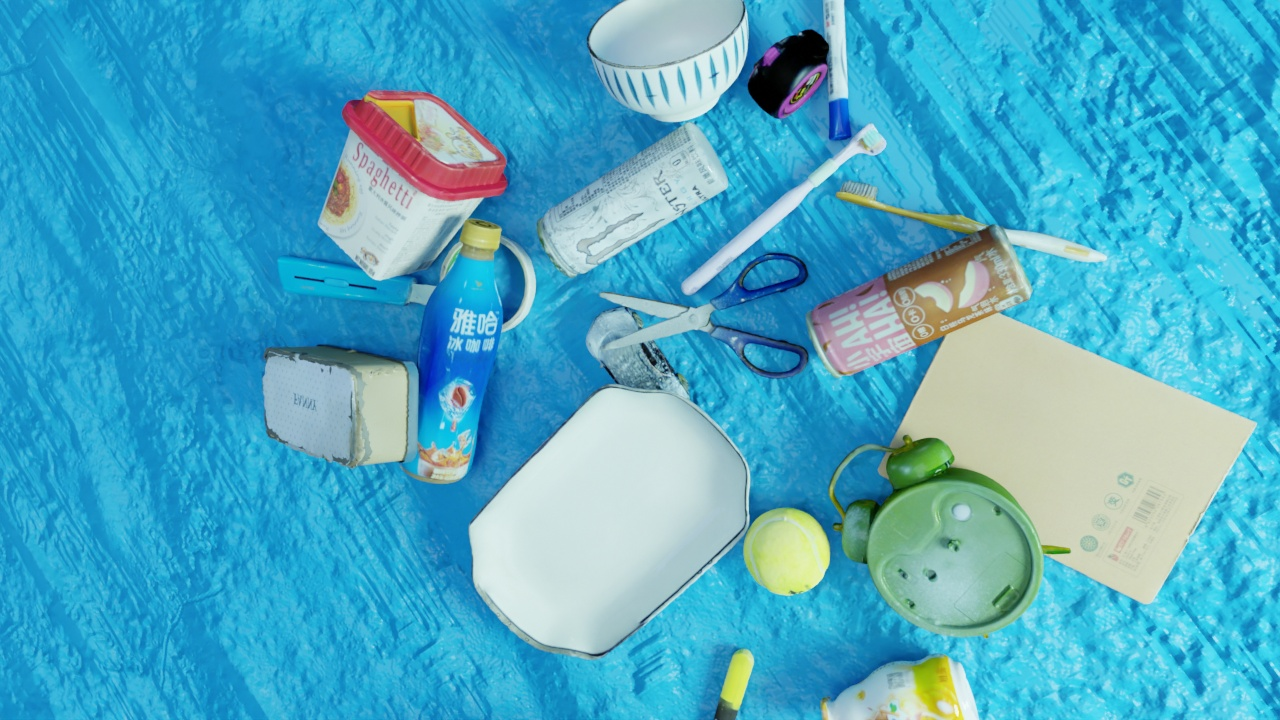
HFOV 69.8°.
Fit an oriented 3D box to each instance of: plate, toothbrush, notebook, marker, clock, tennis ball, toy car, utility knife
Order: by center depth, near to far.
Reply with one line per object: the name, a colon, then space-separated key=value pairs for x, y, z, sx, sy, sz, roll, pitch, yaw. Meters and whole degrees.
notebook: x=0.298 y=0.064 z=0.659 sx=0.208 sy=0.008 sz=0.148 roll=26 pitch=102 yaw=14
toothbrush: x=0.235 y=-0.101 z=0.661 sx=0.191 sy=0.016 sz=0.018 roll=17 pitch=91 yaw=16
clock: x=0.211 y=0.123 z=0.661 sx=0.161 sy=0.056 sz=0.116 roll=37 pitch=112 yaw=10
marker: x=0.144 y=-0.237 z=0.676 sx=0.017 sy=0.016 sz=0.146 roll=-3 pitch=94 yaw=18
tennis ball: x=0.111 y=0.145 z=0.697 sx=0.065 sy=0.065 sz=0.065 roll=2 pitch=96 yaw=18
toothbrush: x=0.105 y=-0.110 z=0.700 sx=0.189 sy=0.029 sz=0.021 roll=-39 pitch=43 yaw=19
toy car: x=-0.004 y=0.004 z=0.739 sx=0.049 sy=0.031 sz=0.105 roll=-38 pitch=82 yaw=16
plate: x=-0.027 y=0.130 z=0.743 sx=0.162 sy=0.034 sz=0.266 roll=44 pitch=112 yaw=2
marker: x=0.070 y=0.292 z=0.752 sx=0.018 sy=0.015 sz=0.124 roll=18 pitch=103 yaw=16
utility knife: x=-0.243 y=-0.067 z=0.811 sx=0.188 sy=0.018 sz=0.034 roll=9 pitch=99 yaw=20

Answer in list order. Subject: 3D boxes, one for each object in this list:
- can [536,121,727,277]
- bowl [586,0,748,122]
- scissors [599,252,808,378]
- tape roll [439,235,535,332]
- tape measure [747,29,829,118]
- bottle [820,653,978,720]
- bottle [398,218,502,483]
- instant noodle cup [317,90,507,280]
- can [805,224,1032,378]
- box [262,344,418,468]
can: x=-0.007 y=-0.123 z=0.713 sx=0.147 sy=0.058 sz=0.058 roll=-29 pitch=86 yaw=18
bowl: x=0.025 y=-0.221 z=0.679 sx=0.117 sy=0.116 sz=0.066 roll=0 pitch=139 yaw=18
scissors: x=0.057 y=-0.038 z=0.710 sx=0.163 sy=0.012 sz=0.161 roll=36 pitch=97 yaw=0
tape roll: x=-0.131 y=-0.065 z=0.782 sx=0.086 sy=0.013 sz=0.086 roll=2 pitch=96 yaw=18
tape measure: x=0.106 y=-0.209 z=0.669 sx=0.058 sy=0.057 sz=0.039 roll=-42 pitch=80 yaw=-7
bottle: x=0.191 y=0.259 z=0.684 sx=0.108 sy=0.063 sz=0.063 roll=-19 pitch=89 yaw=19
bottle: x=-0.151 y=-0.007 z=0.754 sx=0.065 sy=0.065 sz=0.219 roll=20 pitch=108 yaw=15
instant noodle cup: x=-0.192 y=-0.139 z=0.749 sx=0.116 sy=0.116 sz=0.124 roll=42 pitch=117 yaw=10
can: x=0.195 y=-0.040 z=0.652 sx=0.147 sy=0.057 sz=0.058 roll=-26 pitch=87 yaw=22
box: x=-0.252 y=0.035 z=0.769 sx=0.185 sy=0.061 sz=0.090 roll=11 pitch=101 yaw=42
